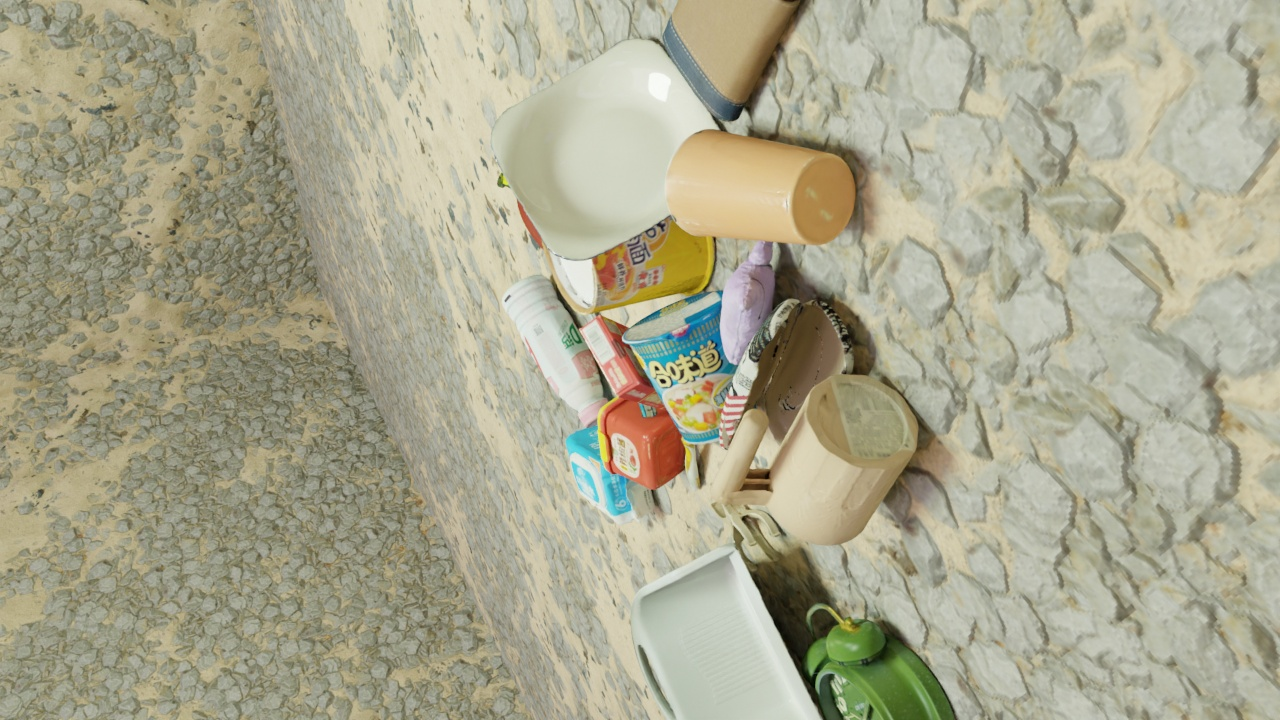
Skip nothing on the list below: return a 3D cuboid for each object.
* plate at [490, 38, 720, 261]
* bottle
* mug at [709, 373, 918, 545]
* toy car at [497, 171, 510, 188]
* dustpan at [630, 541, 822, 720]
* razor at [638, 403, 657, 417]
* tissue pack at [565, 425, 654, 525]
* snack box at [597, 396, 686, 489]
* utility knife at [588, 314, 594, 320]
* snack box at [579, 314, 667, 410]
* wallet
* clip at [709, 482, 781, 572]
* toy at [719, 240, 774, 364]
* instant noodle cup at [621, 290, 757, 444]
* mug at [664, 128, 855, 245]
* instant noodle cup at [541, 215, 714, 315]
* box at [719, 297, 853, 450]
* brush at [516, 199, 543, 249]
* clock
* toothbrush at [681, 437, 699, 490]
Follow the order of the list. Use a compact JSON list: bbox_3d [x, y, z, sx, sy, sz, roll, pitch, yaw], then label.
[{"bbox_3d":[-0.024,-0.164,0.731,0.163,0.164,0.034,60,-179,23],"label":"plate"},{"bbox_3d":[-0.099,-0.010,1.131,0.197,0.068,0.068,60,156,13],"label":"bottle"},{"bbox_3d":[0.120,0.069,0.648,0.104,0.124,0.084,103,168,-52],"label":"mug"},{"bbox_3d":[-0.127,-0.204,1.050,0.105,0.048,0.032,30,103,57],"label":"toy car"},{"bbox_3d":[0.070,0.309,0.902,0.222,0.142,0.258,64,177,10],"label":"dustpan"},{"bbox_3d":[-0.006,0.006,0.969,0.132,0.028,0.043,-115,3,-54],"label":"razor"},{"bbox_3d":[-0.040,0.139,1.133,0.140,0.063,0.090,22,130,60],"label":"tissue pack"},{"bbox_3d":[0.006,0.083,0.972,0.080,0.081,0.091,28,137,38],"label":"snack box"},{"bbox_3d":[-0.081,-0.099,1.070,0.191,0.018,0.034,62,161,11],"label":"utility knife"},{"bbox_3d":[0.000,0.006,0.862,0.075,0.025,0.152,61,-165,18],"label":"snack box"},{"bbox_3d":[0.059,-0.233,0.627,0.090,0.033,0.115,59,155,15],"label":"wallet"},{"bbox_3d":[0.098,0.147,0.879,0.083,0.034,0.104,91,156,-48],"label":"clip"},{"bbox_3d":[0.083,-0.042,0.709,0.039,0.083,0.108,16,148,12],"label":"toy"},{"bbox_3d":[0.049,0.010,0.793,0.099,0.099,0.110,11,127,64],"label":"instant noodle cup"},{"bbox_3d":[0.083,-0.116,0.629,0.123,0.078,0.078,23,131,52],"label":"mug"},{"bbox_3d":[-0.018,-0.108,0.807,0.138,0.109,0.138,48,149,41],"label":"instant noodle cup"},{"bbox_3d":[0.116,0.021,0.697,0.088,0.076,0.163,24,143,12],"label":"box"},{"bbox_3d":[-0.092,-0.165,0.920,0.145,0.069,0.063,59,155,33],"label":"brush"},{"bbox_3d":[0.188,0.273,0.757,0.161,0.056,0.116,59,154,22],"label":"clock"},{"bbox_3d":[0.044,0.083,0.911,0.192,0.018,0.016,79,164,-53],"label":"toothbrush"}]
